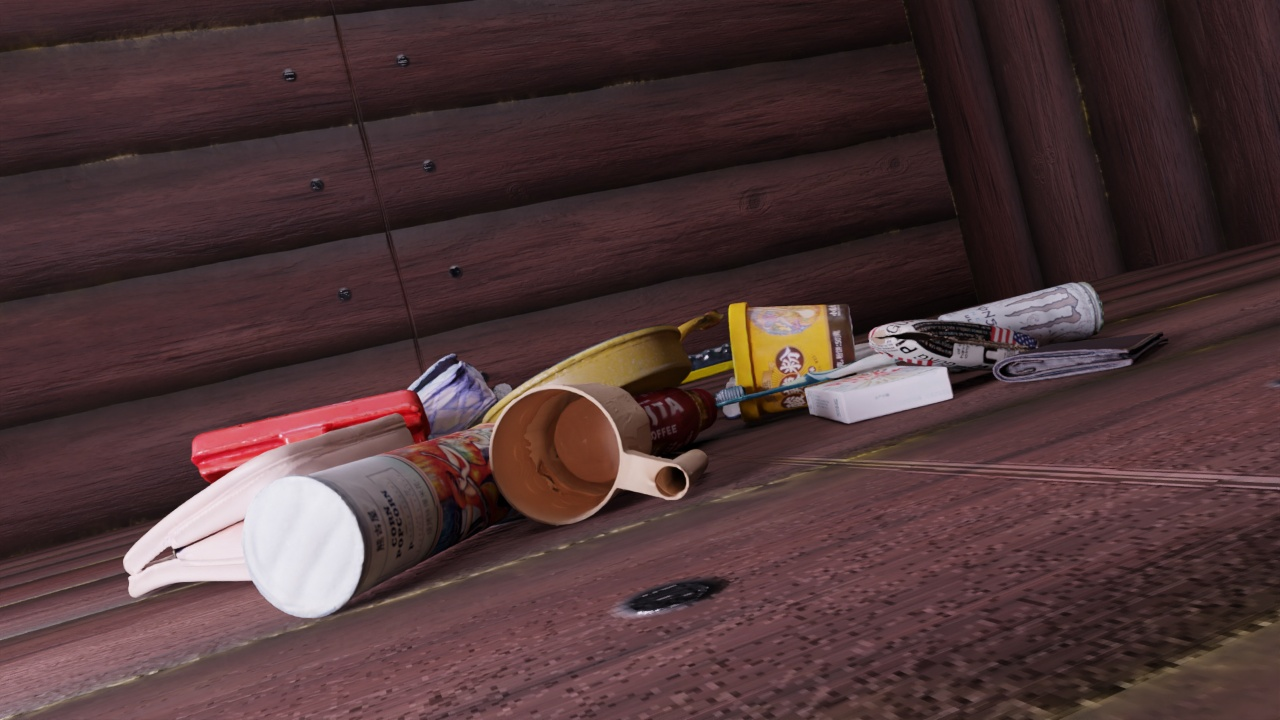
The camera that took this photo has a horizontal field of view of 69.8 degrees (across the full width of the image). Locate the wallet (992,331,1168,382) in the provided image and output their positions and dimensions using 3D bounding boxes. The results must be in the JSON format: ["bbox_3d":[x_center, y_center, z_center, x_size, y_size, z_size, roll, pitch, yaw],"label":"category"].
[{"bbox_3d":[0.335,-0.005,0.697,0.097,0.020,0.122,-8,3,40],"label":"wallet"}]

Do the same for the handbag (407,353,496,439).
[{"bbox_3d":[-0.246,0.075,0.976,0.193,0.075,0.134,-41,9,-8],"label":"handbag"}]

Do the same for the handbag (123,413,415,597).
[{"bbox_3d":[-0.299,0.131,0.729,0.234,0.093,0.193,-23,-2,15],"label":"handbag"}]

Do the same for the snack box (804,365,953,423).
[{"bbox_3d":[0.194,0.027,0.767,0.085,0.027,0.157,-14,0,0],"label":"snack box"}]

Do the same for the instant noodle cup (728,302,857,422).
[{"bbox_3d":[0.151,-0.003,0.899,0.114,0.118,0.118,-6,1,10],"label":"instant noodle cup"}]

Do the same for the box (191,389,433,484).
[{"bbox_3d":[-0.291,0.099,0.853,0.201,0.058,0.161,-13,-42,-10],"label":"box"}]

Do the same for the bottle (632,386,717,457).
[{"bbox_3d":[0.003,0.058,0.793,0.058,0.057,0.174,-14,0,40],"label":"bottle"}]

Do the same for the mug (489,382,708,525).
[{"bbox_3d":[-0.021,0.059,0.591,0.125,0.084,0.103,11,4,12],"label":"mug"}]

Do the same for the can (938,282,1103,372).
[{"bbox_3d":[0.369,-0.033,0.898,0.147,0.058,0.058,-14,0,-1],"label":"can"}]

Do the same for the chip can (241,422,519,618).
[{"bbox_3d":[-0.134,0.085,0.549,0.071,0.071,0.214,-14,-1,18],"label":"chip can"}]

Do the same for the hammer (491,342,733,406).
[{"bbox_3d":[-0.006,0.031,1.079,0.323,0.031,0.126,-18,-40,1],"label":"hammer"}]

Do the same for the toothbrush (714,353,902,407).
[{"bbox_3d":[0.159,0.012,0.826,0.192,0.018,0.016,-15,-1,6],"label":"toothbrush"}]

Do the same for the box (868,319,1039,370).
[{"bbox_3d":[0.265,-0.009,0.772,0.164,0.052,0.069,4,10,-24],"label":"box"}]

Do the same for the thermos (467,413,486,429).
[{"bbox_3d":[-0.093,0.073,1.014,0.198,0.067,0.087,-14,39,-8],"label":"thermos"}]

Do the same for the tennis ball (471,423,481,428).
[{"bbox_3d":[-0.147,0.093,0.909,0.065,0.065,0.065,-14,0,0],"label":"tennis ball"}]

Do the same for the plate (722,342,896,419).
[{"bbox_3d":[0.188,0.021,1.044,0.205,0.045,0.205,-14,0,0],"label":"plate"}]

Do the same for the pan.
[{"bbox_3d":[-0.005,0.005,0.895,0.198,0.078,0.356,-34,-13,36],"label":"pan"}]
